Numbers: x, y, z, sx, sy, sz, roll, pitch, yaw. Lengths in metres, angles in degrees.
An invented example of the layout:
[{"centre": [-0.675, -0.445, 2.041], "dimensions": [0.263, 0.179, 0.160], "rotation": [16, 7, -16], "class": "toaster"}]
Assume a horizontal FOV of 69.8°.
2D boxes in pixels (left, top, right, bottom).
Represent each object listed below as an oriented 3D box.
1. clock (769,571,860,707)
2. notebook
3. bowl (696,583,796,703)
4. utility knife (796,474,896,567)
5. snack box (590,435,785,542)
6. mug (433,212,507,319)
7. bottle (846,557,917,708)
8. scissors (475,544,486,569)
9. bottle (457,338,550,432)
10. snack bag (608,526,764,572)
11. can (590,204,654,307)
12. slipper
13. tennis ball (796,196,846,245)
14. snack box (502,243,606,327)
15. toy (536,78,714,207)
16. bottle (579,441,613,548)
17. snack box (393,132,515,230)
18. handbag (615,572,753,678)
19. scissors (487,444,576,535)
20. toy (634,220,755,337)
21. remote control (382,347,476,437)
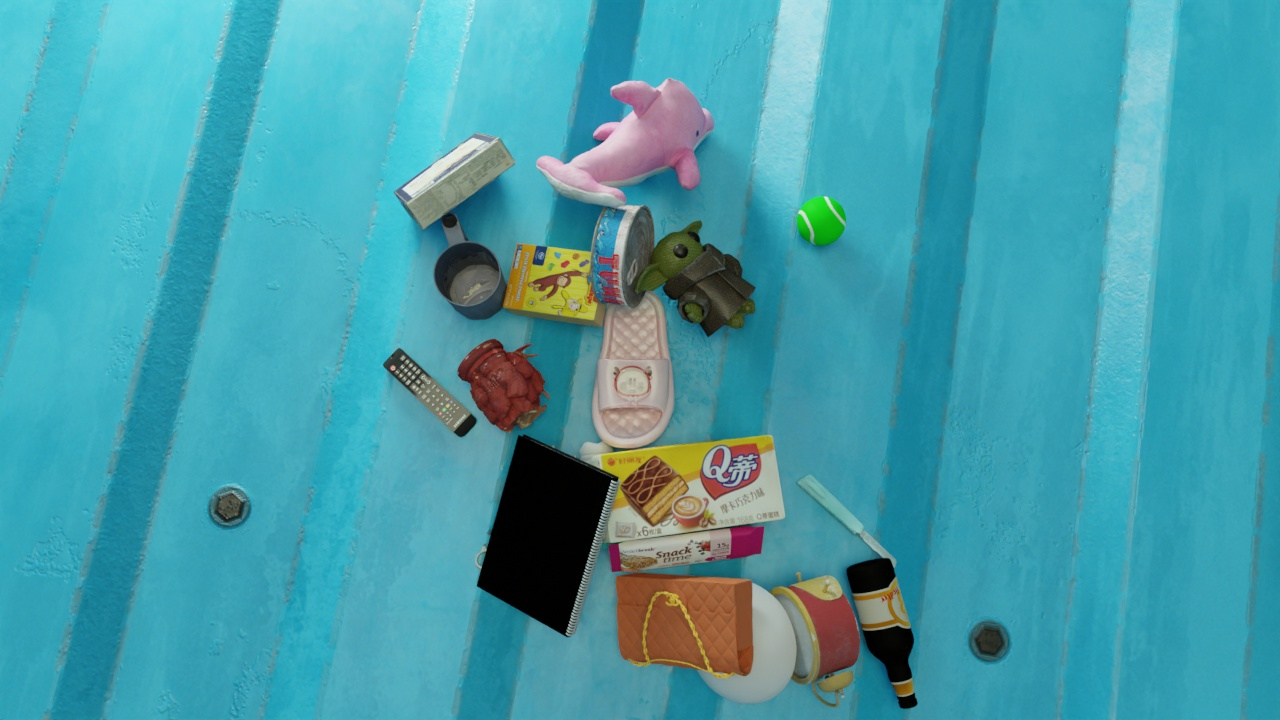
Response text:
[{"centre": [0.221, 0.344, 1.127], "dimensions": [0.081, 0.117, 0.159], "rotation": [-9, 89, -21], "class": "clock"}, {"centre": [-0.115, 0.213, 1.124], "dimensions": [0.149, 0.016, 0.207], "rotation": [21, 100, 27], "class": "notebook"}, {"centre": [0.114, 0.347, 1.120], "dimensions": [0.150, 0.043, 0.149], "rotation": [-3, 86, 35], "class": "bowl"}, {"centre": [0.273, 0.210, 1.198], "dimensions": [0.165, 0.015, 0.022], "rotation": [43, 84, 7], "class": "utility knife"}, {"centre": [0.059, 0.159, 1.155], "dimensions": [0.230, 0.062, 0.110], "rotation": [-5, 82, -15], "class": "snack box"}, {"centre": [-0.223, -0.119, 1.190], "dimensions": [0.084, 0.104, 0.124], "rotation": [-20, 82, -4], "class": "mug"}, {"centre": [0.313, 0.345, 1.158], "dimensions": [0.059, 0.059, 0.181], "rotation": [-14, 82, -4], "class": "bottle"}, {"centre": [-0.143, 0.240, 1.185], "dimensions": [0.141, 0.014, 0.175], "rotation": [-2, 80, 1], "class": "scissors"}, {"centre": [-0.169, 0.030, 1.181], "dimensions": [0.099, 0.099, 0.111], "rotation": [-42, 75, -7], "class": "bottle"}, {"centre": [0.059, 0.241, 1.166], "dimensions": [0.196, 0.070, 0.016], "rotation": [-6, 48, -3], "class": "snack bag"}, {"centre": [-0.021, -0.134, 1.165], "dimensions": [0.044, 0.130, 0.130], "rotation": [9, 81, 15], "class": "can"}, {"centre": [-0.007, 0.007, 1.195], "dimensions": [0.107, 0.056, 0.221], "rotation": [3, 72, -1], "class": "slipper"}, {"centre": [0.243, -0.187, 1.231], "dimensions": [0.065, 0.065, 0.065], "rotation": [0, 81, -2], "class": "tennis ball"}, {"centre": [-0.107, -0.099, 1.206], "dimensions": [0.126, 0.040, 0.088], "rotation": [9, 81, 15], "class": "snack box"}, {"centre": [-0.006, -0.294, 1.186], "dimensions": [0.264, 0.128, 0.187], "rotation": [-35, 50, -29], "class": "toy"}, {"centre": [-0.051, 0.173, 1.181], "dimensions": [0.044, 0.044, 0.136], "rotation": [-6, 82, -3], "class": "bottle"}, {"centre": [-0.244, -0.235, 1.187], "dimensions": [0.144, 0.145, 0.042], "rotation": [-38, 114, -6], "class": "snack box"}, {"centre": [0.048, 0.319, 1.110], "dimensions": [0.172, 0.060, 0.109], "rotation": [-6, 83, 36], "class": "handbag"}, {"centre": [-0.129, 0.190, 1.178], "dimensions": [0.155, 0.019, 0.124], "rotation": [-32, 78, -2], "class": "scissors"}, {"centre": [0.081, -0.104, 1.195], "dimensions": [0.153, 0.078, 0.178], "rotation": [44, 48, -4], "class": "toy"}, {"centre": [-0.278, 0.042, 1.209], "dimensions": [0.147, 0.015, 0.033], "rotation": [42, 83, 5], "class": "remote control"}]
